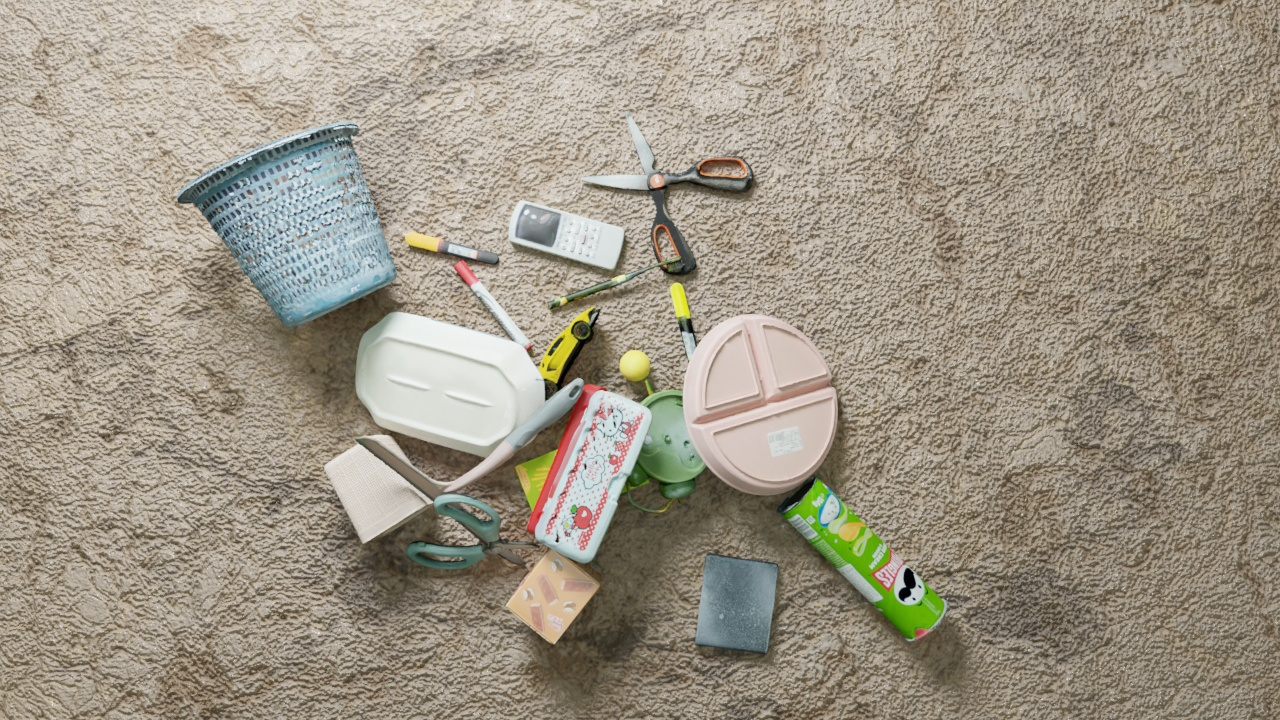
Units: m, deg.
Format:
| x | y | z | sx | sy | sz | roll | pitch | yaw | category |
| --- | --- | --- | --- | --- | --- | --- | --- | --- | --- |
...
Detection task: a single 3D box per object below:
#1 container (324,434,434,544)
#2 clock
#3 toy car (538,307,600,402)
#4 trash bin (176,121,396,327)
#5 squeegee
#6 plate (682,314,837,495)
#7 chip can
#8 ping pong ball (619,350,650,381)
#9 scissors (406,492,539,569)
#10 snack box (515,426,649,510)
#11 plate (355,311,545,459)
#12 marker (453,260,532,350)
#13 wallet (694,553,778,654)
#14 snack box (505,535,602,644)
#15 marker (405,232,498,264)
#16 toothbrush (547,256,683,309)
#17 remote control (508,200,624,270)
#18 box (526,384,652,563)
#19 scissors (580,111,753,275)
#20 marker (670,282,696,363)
| x | y | z | sx | sy | sz | roll | pitch | yaw | category |
| --- | --- | --- | --- | --- | --- | --- | --- | --- | --- |
| -0.331 | 0.159 | 1.163 | 0.090 | 0.090 | 0.111 | -32 | 86 | -1 | container |
| 0.028 | 0.113 | 1.162 | 0.116 | 0.056 | 0.161 | 21 | 77 | -16 | clock |
| -0.099 | -0.004 | 1.175 | 0.041 | 0.071 | 0.156 | 31 | 88 | 1 | toy car |
| -0.408 | -0.155 | 1.121 | 0.226 | 0.226 | 0.195 | -24 | 102 | -1 | trash bin |
| -0.165 | 0.104 | 1.105 | 0.250 | 0.040 | 0.247 | -37 | 122 | 8 | squeegee |
| 0.158 | 0.053 | 1.146 | 0.229 | 0.028 | 0.229 | 5 | 80 | -28 | plate |
| 0.282 | 0.252 | 1.171 | 0.236 | 0.072 | 0.072 | 44 | 89 | 1 | chip can |
| -0.007 | 0.007 | 1.190 | 0.040 | 0.040 | 0.040 | 0 | 89 | 0 | ping pong ball |
| -0.226 | 0.231 | 1.165 | 0.181 | 0.019 | 0.170 | -28 | 129 | 21 | scissors |
| -0.076 | 0.148 | 1.194 | 0.156 | 0.026 | 0.086 | -21 | 88 | 0 | snack box |
| -0.249 | 0.035 | 1.154 | 0.266 | 0.034 | 0.162 | 15 | 105 | 13 | plate |
| -0.193 | -0.071 | 1.203 | 0.017 | 0.017 | 0.145 | -39 | 89 | -1 | marker |
| 0.125 | 0.317 | 1.197 | 0.097 | 0.019 | 0.121 | 8 | 87 | 1 | wallet |
| -0.107 | 0.287 | 1.157 | 0.077 | 0.093 | 0.094 | 38 | 89 | 1 | snack box |
| -0.247 | -0.147 | 1.206 | 0.124 | 0.015 | 0.018 | 13 | 90 | -3 | marker |
| -0.033 | -0.099 | 1.198 | 0.186 | 0.012 | 0.017 | -19 | 102 | 5 | toothbrush |
| -0.097 | -0.164 | 1.203 | 0.150 | 0.021 | 0.058 | 15 | 89 | -1 | remote control |
| -0.058 | 0.137 | 1.125 | 0.100 | 0.102 | 0.201 | 22 | 89 | 10 | box |
| 0.040 | -0.225 | 1.205 | 0.221 | 0.022 | 0.233 | -16 | 90 | -1 | scissors |
| 0.060 | -0.041 | 1.206 | 0.018 | 0.015 | 0.124 | -14 | 92 | 0 | marker |
